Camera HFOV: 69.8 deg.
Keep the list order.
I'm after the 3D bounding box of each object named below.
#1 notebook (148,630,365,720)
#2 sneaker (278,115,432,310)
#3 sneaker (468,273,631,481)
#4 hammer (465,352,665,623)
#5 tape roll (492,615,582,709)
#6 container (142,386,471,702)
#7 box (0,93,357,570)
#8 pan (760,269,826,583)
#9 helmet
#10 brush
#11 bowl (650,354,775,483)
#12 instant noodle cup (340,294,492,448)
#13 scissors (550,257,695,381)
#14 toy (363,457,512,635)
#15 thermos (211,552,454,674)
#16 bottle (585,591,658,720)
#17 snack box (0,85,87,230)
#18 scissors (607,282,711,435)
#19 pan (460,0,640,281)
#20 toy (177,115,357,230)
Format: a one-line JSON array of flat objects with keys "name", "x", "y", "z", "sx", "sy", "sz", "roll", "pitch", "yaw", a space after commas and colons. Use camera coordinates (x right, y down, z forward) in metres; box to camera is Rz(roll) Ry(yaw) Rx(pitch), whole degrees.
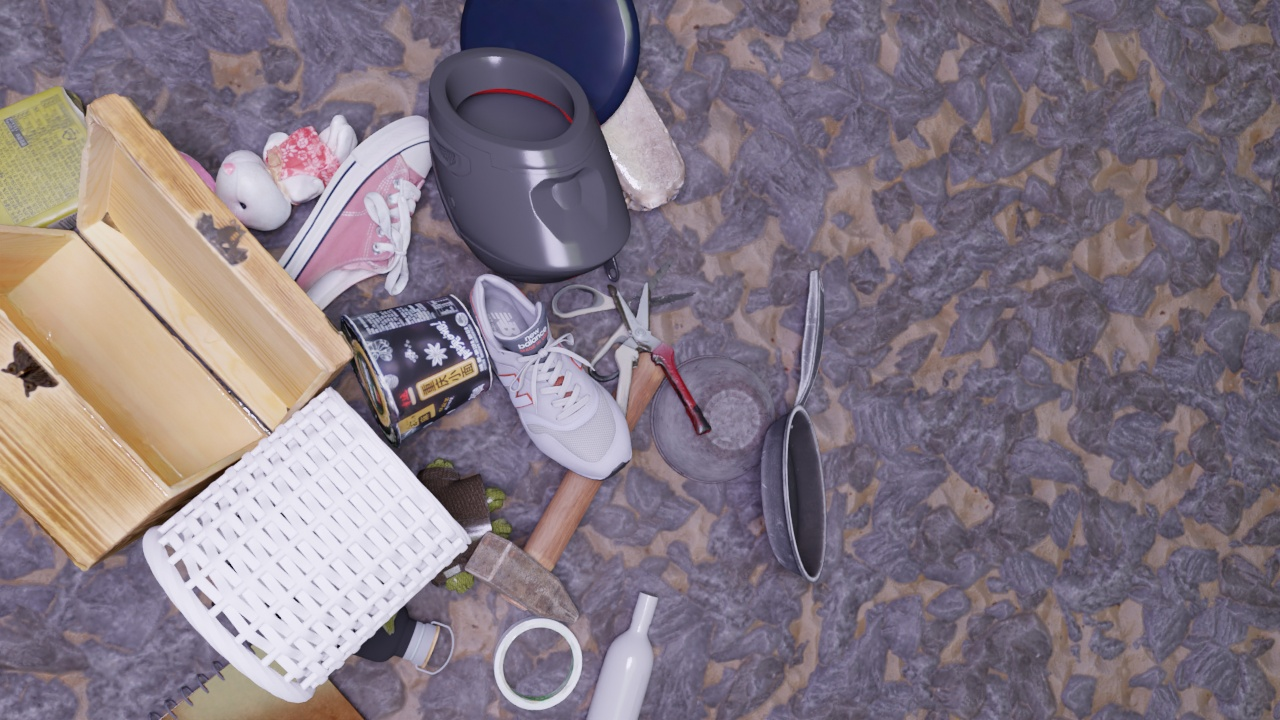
[{"name": "notebook", "x": -0.397, "y": 0.385, "z": 0.892, "sx": 0.225, "sy": 0.024, "sz": 0.167, "roll": -40, "pitch": 98, "yaw": -13}, {"name": "sneaker", "x": -0.265, "y": -0.132, "z": 0.912, "sx": 0.088, "sy": 0.118, "sz": 0.241, "roll": 35, "pitch": 85, "yaw": 11}, {"name": "sneaker", "x": -0.100, "y": 0.005, "z": 0.888, "sx": 0.088, "sy": 0.124, "sz": 0.240, "roll": -37, "pitch": 66, "yaw": -15}, {"name": "hammer", "x": -0.052, "y": 0.122, "z": 0.960, "sx": 0.300, "sy": 0.037, "sz": 0.158, "roll": -60, "pitch": 141, "yaw": -20}, {"name": "tape roll", "x": -0.108, "y": 0.319, "z": 0.970, "sx": 0.093, "sy": 0.018, "sz": 0.094, "roll": 1, "pitch": 88, "yaw": -14}, {"name": "container", "x": -0.274, "y": 0.151, "z": 0.776, "sx": 0.186, "sy": 0.189, "sz": 0.189, "roll": -43, "pitch": 97, "yaw": -15}, {"name": "box", "x": -0.419, "y": -0.034, "z": 0.800, "sx": 0.263, "sy": 0.269, "sz": 0.279, "roll": -42, "pitch": 97, "yaw": -1}, {"name": "pan", "x": 0.177, "y": 0.063, "z": 1.010, "sx": 0.055, "sy": 0.187, "sz": 0.356, "roll": -7, "pitch": 66, "yaw": 22}, {"name": "helmet", "x": -0.112, "y": -0.171, "z": 0.894, "sx": 0.164, "sy": 0.170, "sz": 0.264, "roll": -23, "pitch": 53, "yaw": -24}, {"name": "brush", "x": -0.044, "y": -0.286, "z": 0.995, "sx": 0.083, "sy": 0.057, "sz": 0.271, "roll": -33, "pitch": 96, "yaw": -13}, {"name": "bowl", "x": 0.089, "y": 0.064, "z": 1.006, "sx": 0.145, "sy": 0.067, "sz": 0.145, "roll": 1, "pitch": 87, "yaw": -14}, {"name": "instant noodle cup", "x": -0.217, "y": 0.001, "z": 0.905, "sx": 0.112, "sy": 0.137, "sz": 0.137, "roll": -24, "pitch": 93, "yaw": -23}, {"name": "scissors", "x": -0.023, "y": -0.052, "z": 1.012, "sx": 0.168, "sy": 0.013, "sz": 0.157, "roll": 15, "pitch": 84, "yaw": -14}, {"name": "toy", "x": -0.209, "y": 0.168, "z": 0.915, "sx": 0.152, "sy": 0.078, "sz": 0.179, "roll": -9, "pitch": 67, "yaw": -16}, {"name": "thermos", "x": -0.295, "y": 0.252, "z": 0.904, "sx": 0.231, "sy": 0.061, "sz": 0.061, "roll": 24, "pitch": 82, "yaw": -12}, {"name": "bottle", "x": -0.019, "y": 0.343, "z": 0.972, "sx": 0.052, "sy": 0.052, "sz": 0.195, "roll": 19, "pitch": 83, "yaw": -12}, {"name": "snack box", "x": -0.590, "y": -0.168, "z": 0.862, "sx": 0.180, "sy": 0.045, "sz": 0.121, "roll": -33, "pitch": 93, "yaw": -16}, {"name": "scissors", "x": 0.006, "y": 0.010, "z": 0.966, "sx": 0.195, "sy": 0.015, "sz": 0.178, "roll": 38, "pitch": 61, "yaw": 7}, {"name": "pan", "x": -0.076, "y": -0.253, "z": 0.961, "sx": 0.199, "sy": 0.021, "sz": 0.356, "roll": -11, "pitch": 104, "yaw": 22}, {"name": "toy", "x": -0.366, "y": -0.175, "z": 0.898, "sx": 0.194, "sy": 0.084, "sz": 0.159, "roll": -29, "pitch": 64, "yaw": -13}]
